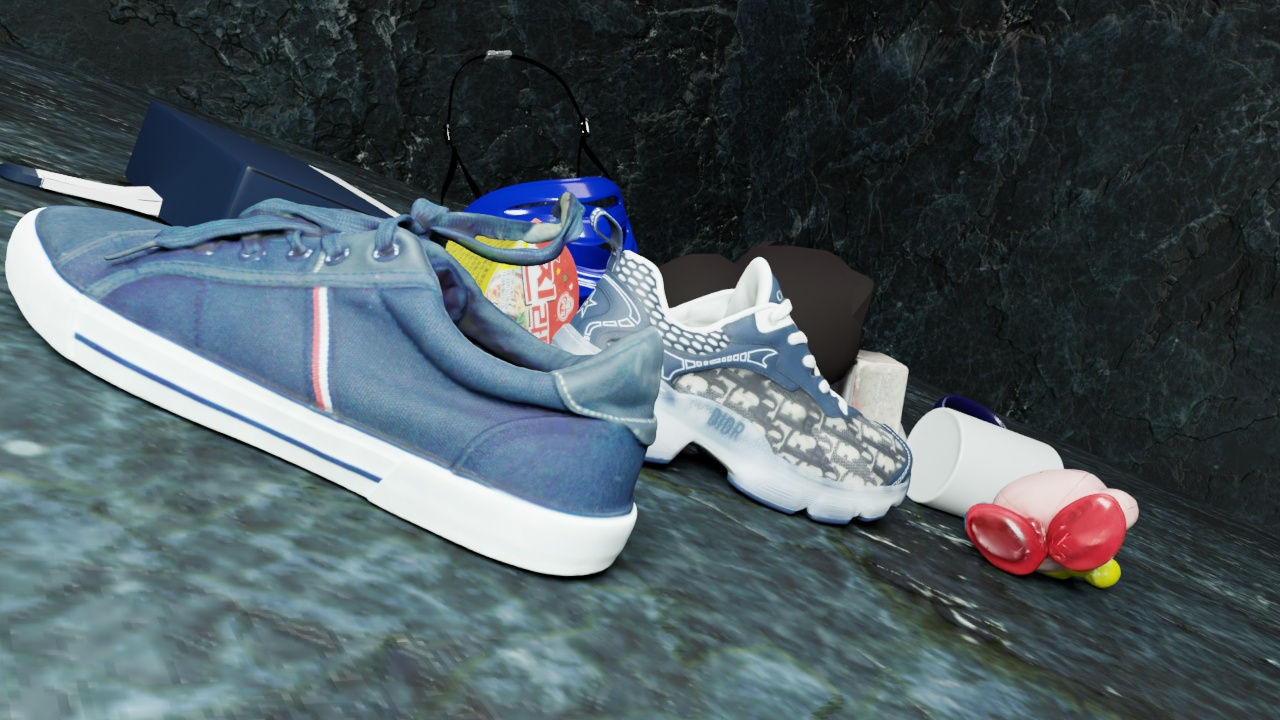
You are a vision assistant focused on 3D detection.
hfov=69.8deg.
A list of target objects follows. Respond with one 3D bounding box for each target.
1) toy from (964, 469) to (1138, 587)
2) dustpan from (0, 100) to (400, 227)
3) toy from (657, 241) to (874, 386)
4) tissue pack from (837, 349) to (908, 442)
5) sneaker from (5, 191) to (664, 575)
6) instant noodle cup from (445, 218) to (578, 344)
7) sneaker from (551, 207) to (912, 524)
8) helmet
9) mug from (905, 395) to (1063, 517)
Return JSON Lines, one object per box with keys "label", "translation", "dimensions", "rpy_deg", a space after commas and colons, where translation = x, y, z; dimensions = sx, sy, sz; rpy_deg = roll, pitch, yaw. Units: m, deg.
{"label": "toy", "translation": [0.285, 0.124, 0.636], "dimensions": [0.124, 0.096, 0.131], "rpy_deg": [-21, -10, 34]}
{"label": "dustpan", "translation": [-0.327, -0.130, 0.712], "dimensions": [0.272, 0.080, 0.236], "rpy_deg": [19, 9, -47]}
{"label": "toy", "translation": [0.086, -0.040, 0.765], "dimensions": [0.184, 0.159, 0.140], "rpy_deg": [4, -24, -19]}
{"label": "tissue pack", "translation": [0.212, 0.045, 0.833], "dimensions": [0.071, 0.104, 0.181], "rpy_deg": [6, 4, 5]}
{"label": "sneaker", "translation": [-0.120, -0.032, 0.370], "dimensions": [0.295, 0.127, 0.120], "rpy_deg": [21, 9, 15]}
{"label": "instant noodle cup", "translation": [-0.112, -0.037, 0.579], "dimensions": [0.112, 0.100, 0.100], "rpy_deg": [14, 4, 27]}
{"label": "sneaker", "translation": [0.068, 0.007, 0.559], "dimensions": [0.269, 0.132, 0.103], "rpy_deg": [20, 6, -21]}
{"label": "helmet", "translation": [-0.088, -0.140, 0.755], "dimensions": [0.147, 0.228, 0.242], "rpy_deg": [-11, 16, -29]}
{"label": "mug", "translation": [0.274, 0.077, 0.748], "dimensions": [0.097, 0.079, 0.111], "rpy_deg": [19, 47, -15]}
